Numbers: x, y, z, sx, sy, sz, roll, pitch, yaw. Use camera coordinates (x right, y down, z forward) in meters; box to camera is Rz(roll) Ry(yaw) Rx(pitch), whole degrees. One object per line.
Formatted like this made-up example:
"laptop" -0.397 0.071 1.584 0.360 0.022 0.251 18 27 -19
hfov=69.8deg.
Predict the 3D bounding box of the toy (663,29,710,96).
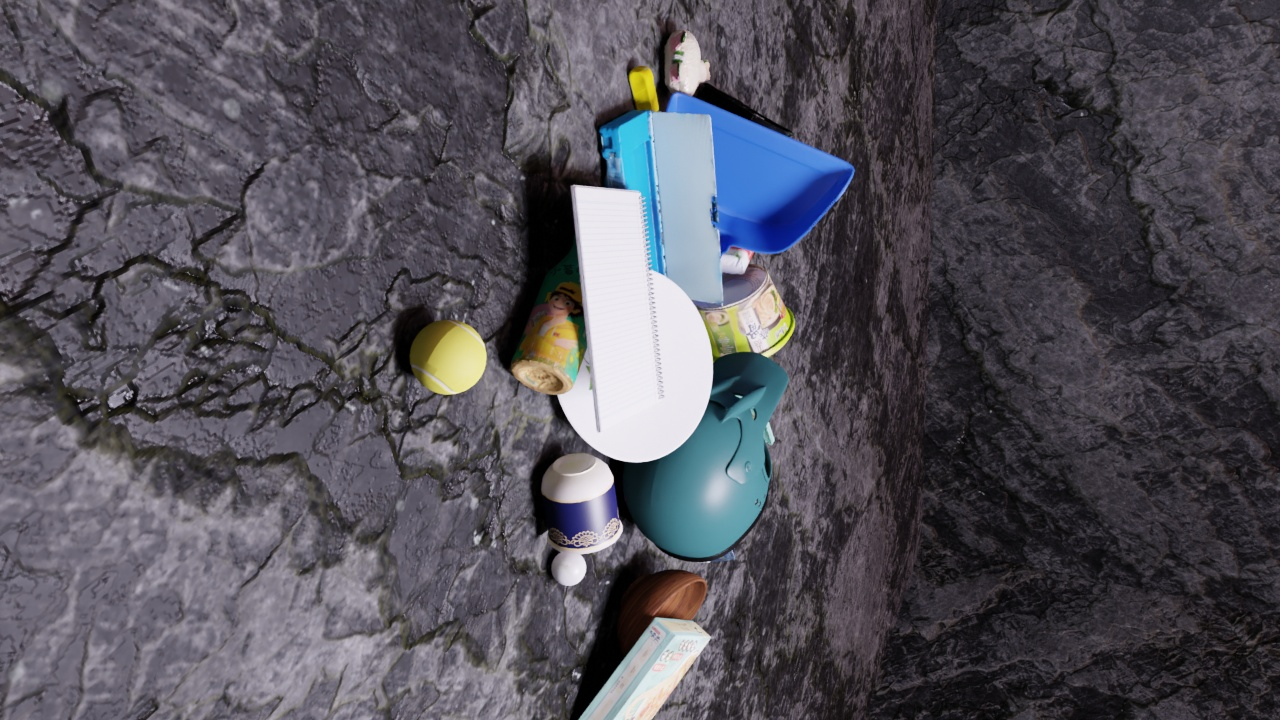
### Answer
"toy" 0.056 -0.373 1.162 0.112 0.050 0.087 -26 116 -76

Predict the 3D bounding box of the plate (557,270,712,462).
"plate" -0.012 0.005 1.082 0.229 0.030 0.229 3 84 -35

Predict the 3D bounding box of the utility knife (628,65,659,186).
"utility knife" 0.015 -0.280 1.134 0.020 0.029 0.173 -52 143 -36

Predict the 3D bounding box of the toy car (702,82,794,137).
"toy car" 0.144 -0.337 1.335 0.071 0.094 0.191 -58 162 19

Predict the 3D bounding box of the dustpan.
"dustpan" 0.116 -0.196 1.224 0.258 0.245 0.059 113 0 -52

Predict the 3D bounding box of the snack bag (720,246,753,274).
"snack bag" 0.132 -0.177 1.340 0.115 0.077 0.036 -63 150 -34

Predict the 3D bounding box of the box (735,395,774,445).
"box" 0.154 0.091 1.445 0.077 0.093 0.188 -68 151 -30

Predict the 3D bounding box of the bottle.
"bottle" -0.073 -0.068 0.967 0.068 0.068 0.209 60 40 -51

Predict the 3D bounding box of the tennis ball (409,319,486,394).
"tennis ball" -0.167 -0.003 0.798 0.065 0.065 0.065 -27 121 -59

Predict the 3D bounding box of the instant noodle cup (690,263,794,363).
"instant noodle cup" 0.142 -0.070 1.326 0.145 0.146 0.098 -57 134 -41

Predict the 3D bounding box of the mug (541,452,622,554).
"mug" -0.063 0.149 1.034 0.111 0.086 0.089 -47 135 -58

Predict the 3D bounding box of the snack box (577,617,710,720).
"snack box" 0.000 0.426 1.202 0.193 0.044 0.141 -53 152 1

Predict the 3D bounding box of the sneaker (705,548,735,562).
"sneaker" 0.157 0.241 1.506 0.234 0.079 0.087 -58 144 -40

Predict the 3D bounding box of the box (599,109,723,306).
"box" 0.031 -0.169 1.097 0.093 0.115 0.244 -46 137 -52

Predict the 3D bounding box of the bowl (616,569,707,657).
"bowl" 0.015 0.332 1.239 0.147 0.069 0.147 -35 147 -27

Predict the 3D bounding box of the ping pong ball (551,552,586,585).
"ping pong ball" -0.083 0.241 1.064 0.040 0.040 0.040 -27 121 -59

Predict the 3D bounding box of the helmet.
"helmet" 0.090 0.119 1.213 0.273 0.177 0.200 -42 136 -40

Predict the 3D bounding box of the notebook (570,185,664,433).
"notebook" -0.020 -0.061 0.986 0.177 0.013 0.245 -20 106 -67
